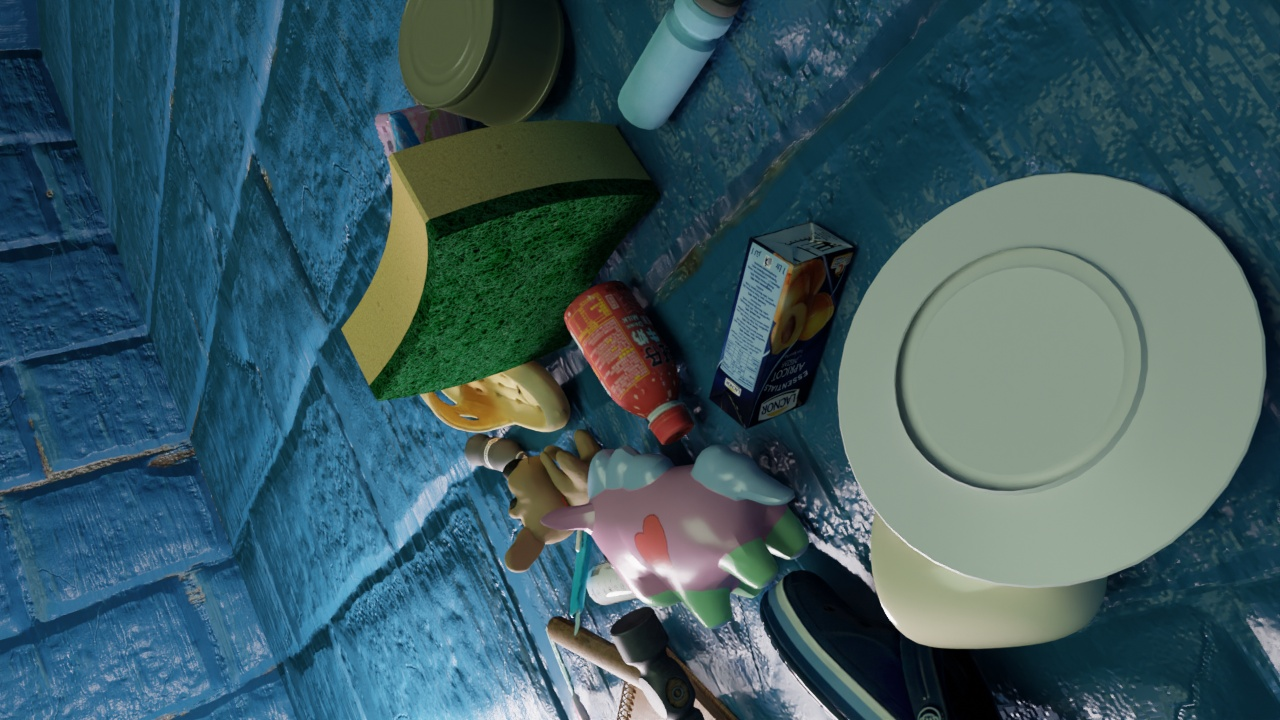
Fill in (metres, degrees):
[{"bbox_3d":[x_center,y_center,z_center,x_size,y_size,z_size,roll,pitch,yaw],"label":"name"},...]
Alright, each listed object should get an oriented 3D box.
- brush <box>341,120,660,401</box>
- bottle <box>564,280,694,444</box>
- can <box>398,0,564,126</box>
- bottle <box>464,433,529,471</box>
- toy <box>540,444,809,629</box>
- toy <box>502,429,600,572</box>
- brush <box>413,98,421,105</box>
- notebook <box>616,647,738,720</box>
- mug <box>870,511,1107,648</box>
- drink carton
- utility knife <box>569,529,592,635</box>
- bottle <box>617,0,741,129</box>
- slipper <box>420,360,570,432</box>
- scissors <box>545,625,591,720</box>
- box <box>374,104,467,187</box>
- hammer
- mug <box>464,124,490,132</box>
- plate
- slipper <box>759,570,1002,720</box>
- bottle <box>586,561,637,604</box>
[{"bbox_3d":[-0.120,-0.077,0.747,0.075,0.194,0.251,59,142,18],"label":"brush"},{"bbox_3d":[-0.004,0.004,0.745,0.137,0.061,0.062,57,142,18],"label":"bottle"},{"bbox_3d":[-0.133,-0.263,0.755,0.128,0.073,0.127,-2,87,41],"label":"can"},{"bbox_3d":[-0.155,0.102,1.006,0.110,0.036,0.036,3,107,52],"label":"bottle"},{"bbox_3d":[0.030,0.120,0.717,0.171,0.119,0.223,47,139,16],"label":"toy"},{"bbox_3d":[-0.077,0.126,0.874,0.108,0.133,0.106,-40,95,26],"label":"toy"},{"bbox_3d":[-0.192,-0.228,0.933,0.151,0.012,0.039,55,141,21],"label":"brush"},{"bbox_3d":[0.036,0.385,0.889,0.169,0.022,0.211,38,132,37],"label":"notebook"},{"bbox_3d":[0.196,0.095,0.501,0.100,0.096,0.120,-20,50,47],"label":"mug"},{"bbox_3d":[0.090,-0.021,0.605,0.040,0.064,0.130,41,135,36],"label":"drink carton"},{"bbox_3d":[-0.059,0.206,0.884,0.022,0.015,0.124,-44,30,41],"label":"utility knife"},{"bbox_3d":[0.027,-0.214,0.626,0.040,0.040,0.130,61,143,15],"label":"bottle"},{"bbox_3d":[-0.174,0.036,0.949,0.262,0.079,0.111,11,140,47],"label":"slipper"},{"bbox_3d":[-0.075,0.379,1.029,0.179,0.016,0.105,60,163,26],"label":"scissors"},{"bbox_3d":[-0.212,-0.137,0.919,0.106,0.086,0.230,13,120,45],"label":"box"},{"bbox_3d":[-0.031,0.281,0.872,0.129,0.040,0.322,62,157,-5],"label":"hammer"},{"bbox_3d":[-0.135,-0.160,0.849,0.105,0.071,0.077,120,128,-78],"label":"mug"},{"bbox_3d":[0.184,0.005,0.454,0.209,0.015,0.208,-17,65,42],"label":"plate"},{"bbox_3d":[0.180,0.213,0.573,0.095,0.105,0.253,-54,38,5],"label":"slipper"},{"bbox_3d":[-0.007,0.200,0.850,0.116,0.041,0.041,-32,78,53],"label":"bottle"}]
